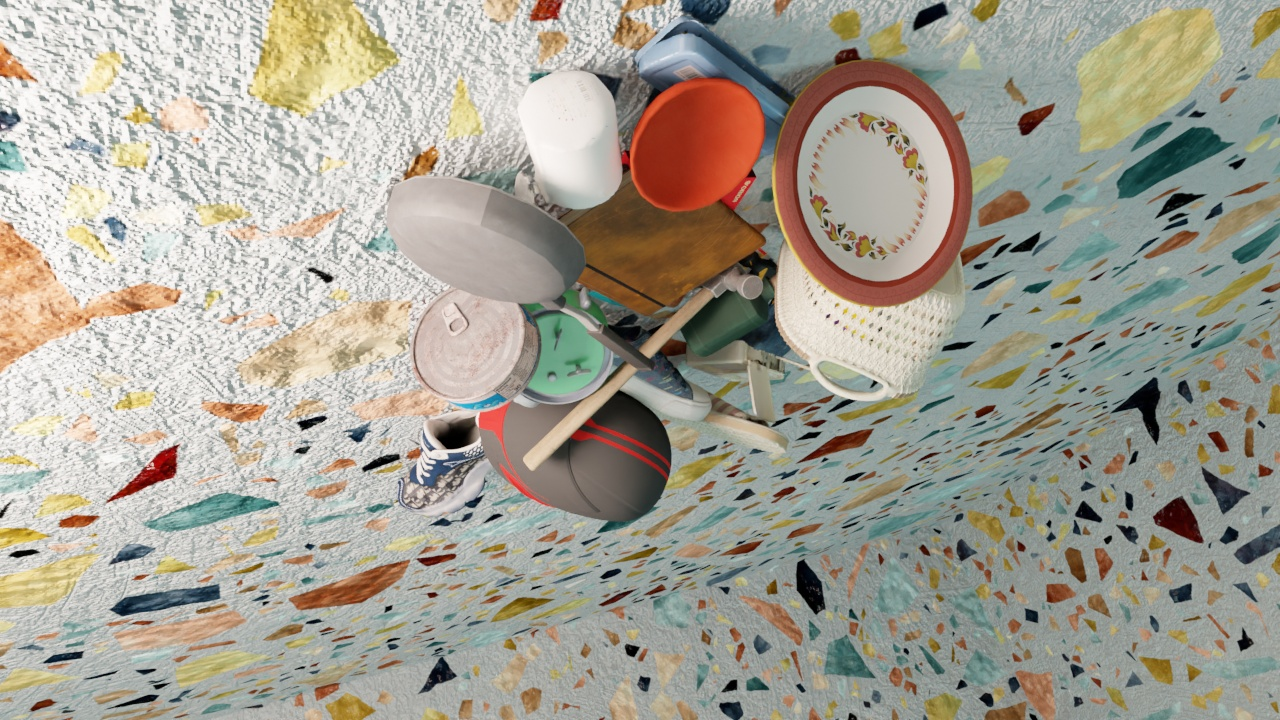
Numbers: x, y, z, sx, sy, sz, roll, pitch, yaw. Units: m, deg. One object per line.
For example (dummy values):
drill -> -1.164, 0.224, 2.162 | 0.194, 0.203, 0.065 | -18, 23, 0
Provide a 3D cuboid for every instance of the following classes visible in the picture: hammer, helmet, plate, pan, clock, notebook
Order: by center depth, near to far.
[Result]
plate -> 0.218, -0.164, 0.863 | 0.229, 0.230, 0.021 | -9, -175, -24
pan -> -0.090, -0.060, 0.866 | 0.179, 0.041, 0.357 | 2, 158, 37
notebook -> 0.010, -0.112, 0.936 | 0.179, 0.014, 0.249 | -31, 154, 21
clock -> -0.111, -0.006, 1.025 | 0.162, 0.075, 0.122 | -26, 120, 7
hammer -> -0.006, 0.006, 1.046 | 0.331, 0.119, 0.031 | -45, 120, -4
helmet -> -0.058, 0.111, 1.150 | 0.170, 0.164, 0.264 | -3, 153, 46
hammer -> 0.039, -0.039, 1.185 | 0.321, 0.036, 0.123 | -30, 149, 19

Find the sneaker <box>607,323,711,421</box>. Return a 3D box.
sneaker -> 0.001, 0.000, 1.141 | 0.235, 0.087, 0.079 | 26, 107, -28

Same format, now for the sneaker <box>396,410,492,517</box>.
sneaker -> -0.257, 0.119, 1.242 | 0.270, 0.103, 0.132 | -32, 139, 25

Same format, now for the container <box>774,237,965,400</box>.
container -> 0.252, -0.089, 1.000 | 0.184, 0.245, 0.143 | 22, 132, -9

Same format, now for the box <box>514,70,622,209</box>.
box -> -0.070, -0.165, 0.783 | 0.112, 0.084, 0.162 | -27, 158, -5

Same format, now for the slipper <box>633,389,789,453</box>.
slipper -> 0.088, 0.071, 1.289 | 0.263, 0.052, 0.115 | 15, 169, 30

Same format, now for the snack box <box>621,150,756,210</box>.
snack box -> 0.023, -0.149, 0.935 | 0.132, 0.035, 0.152 | -7, 153, -27

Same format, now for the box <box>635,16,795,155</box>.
box -> 0.076, -0.240, 0.809 | 0.066, 0.049, 0.209 | -14, 162, 36

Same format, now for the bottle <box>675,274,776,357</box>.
bottle -> 0.113, -0.061, 1.094 | 0.131, 0.061, 0.061 | -31, 165, 16

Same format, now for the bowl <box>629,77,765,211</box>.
bowl -> 0.042, -0.186, 0.769 | 0.122, 0.035, 0.122 | -16, 137, -15

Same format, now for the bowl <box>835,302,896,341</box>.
bowl -> 0.296, -0.090, 1.212 | 0.117, 0.068, 0.117 | -42, 144, -42

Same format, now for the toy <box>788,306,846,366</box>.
toy -> 0.256, -0.040, 1.290 | 0.106, 0.088, 0.056 | -29, 149, 18

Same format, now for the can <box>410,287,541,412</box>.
can -> -0.171, -0.014, 0.952 | 0.130, 0.130, 0.044 | -24, 156, 9

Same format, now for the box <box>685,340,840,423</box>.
box -> 0.160, 0.027, 1.281 | 0.145, 0.186, 0.095 | 17, 94, -51
